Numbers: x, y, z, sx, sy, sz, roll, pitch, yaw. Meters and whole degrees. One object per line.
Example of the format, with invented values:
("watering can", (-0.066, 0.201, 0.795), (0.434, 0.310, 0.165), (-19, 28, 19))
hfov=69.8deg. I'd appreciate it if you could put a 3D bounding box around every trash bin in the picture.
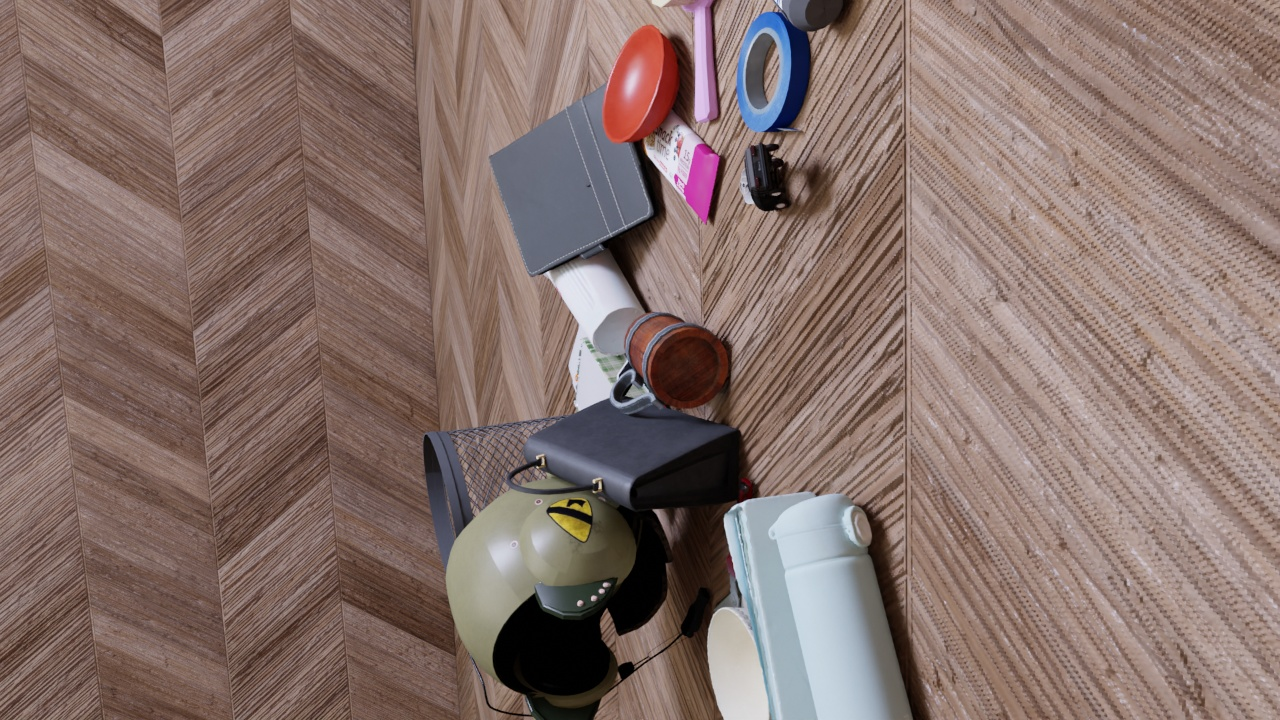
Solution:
("trash bin", (-0.149, 0.180, 1.206), (0.218, 0.227, 0.217), (169, 90, -70))

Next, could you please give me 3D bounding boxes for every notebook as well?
("notebook", (-0.080, -0.202, 1.065), (0.210, 0.029, 0.169), (-20, 88, 41))

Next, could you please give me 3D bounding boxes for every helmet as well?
("helmet", (-0.067, 0.224, 0.945), (0.233, 0.255, 0.251), (-127, 36, -48))

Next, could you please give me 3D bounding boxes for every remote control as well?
("remote control", (-0.006, 0.006, 1.026), (0.124, 0.012, 0.028), (-56, -28, -64))

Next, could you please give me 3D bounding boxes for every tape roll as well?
("tape roll", (0.106, -0.233, 0.744), (0.091, 0.016, 0.093), (-140, 48, -63))

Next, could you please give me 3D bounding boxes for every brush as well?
("brush", (0.044, -0.338, 0.850), (0.089, 0.043, 0.229), (-169, 75, -69))

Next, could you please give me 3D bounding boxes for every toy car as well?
("toy car", (0.095, -0.143, 0.726), (0.092, 0.037, 0.040), (6, -104, -77))

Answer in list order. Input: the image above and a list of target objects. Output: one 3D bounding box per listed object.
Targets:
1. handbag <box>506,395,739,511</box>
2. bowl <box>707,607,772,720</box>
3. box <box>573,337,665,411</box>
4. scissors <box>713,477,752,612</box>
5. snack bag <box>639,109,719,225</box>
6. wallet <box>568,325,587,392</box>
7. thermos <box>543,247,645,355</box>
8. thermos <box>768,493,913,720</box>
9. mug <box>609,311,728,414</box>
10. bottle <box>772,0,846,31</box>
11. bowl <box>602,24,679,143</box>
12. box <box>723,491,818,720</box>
("handbag", (-0.037, 0.100, 0.882), (0.176, 0.195, 0.072), (14, 109, 48))
("bowl", (0.109, 0.266, 0.788), (0.115, 0.062, 0.115), (175, 90, -70))
("box", (-0.019, 0.067, 1.090), (0.205, 0.050, 0.118), (-125, 33, -46))
("scissors", (0.103, 0.204, 0.861), (0.179, 0.015, 0.198), (-164, 69, -69))
("snack bag", (0.035, -0.215, 0.941), (0.196, 0.016, 0.070), (-119, 33, -48))
("wallet", (-0.067, -0.010, 1.240), (0.119, 0.037, 0.115), (110, 149, -42))
("thermos", (-0.066, -0.102, 1.134), (0.220, 0.099, 0.099), (-121, 32, -44))
("thermos", (0.149, 0.202, 0.663), (0.078, 0.065, 0.206), (-27, 67, 44))
("mug", (0.019, 0.008, 0.917), (0.117, 0.081, 0.111), (-51, 23, 1))
("bottle", (0.112, -0.285, 0.674), (0.047, 0.047, 0.112), (107, 151, -45))
("bowl", (0.005, -0.280, 0.949), (0.122, 0.035, 0.121), (-27, 58, 54))
("box", (0.121, 0.205, 0.725), (0.067, 0.083, 0.198), (-29, 67, 50))
